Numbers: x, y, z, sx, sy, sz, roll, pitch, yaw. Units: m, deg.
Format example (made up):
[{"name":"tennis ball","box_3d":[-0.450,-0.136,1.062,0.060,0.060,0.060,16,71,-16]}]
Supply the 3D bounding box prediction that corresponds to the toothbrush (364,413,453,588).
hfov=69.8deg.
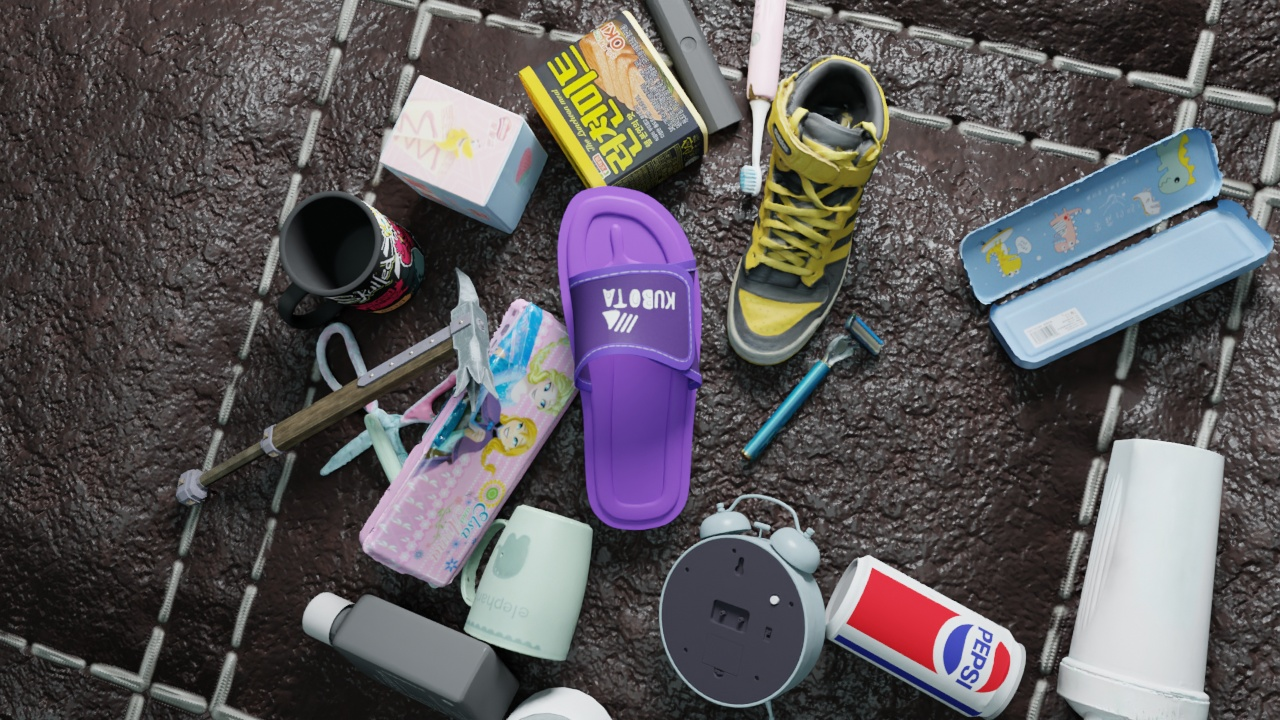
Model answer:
[{"name":"toothbrush","box_3d":[-0.194,0.115,0.760,0.022,0.015,0.154,-24,88,-8]}]

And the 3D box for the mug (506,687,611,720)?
[{"name":"mug","box_3d":[-0.061,0.315,0.707,0.094,0.068,0.115,-28,82,3]}]

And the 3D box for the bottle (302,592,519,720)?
[{"name":"bottle","box_3d":[-0.187,0.226,0.714,0.174,0.084,0.046,15,57,23]}]

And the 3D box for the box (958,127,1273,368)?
[{"name":"box","box_3d":[0.361,-0.085,0.709,0.209,0.043,0.125,-26,81,4]}]

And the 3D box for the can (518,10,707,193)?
[{"name":"can","box_3d":[-0.020,-0.199,0.746,0.101,0.072,0.130,-32,82,0]}]

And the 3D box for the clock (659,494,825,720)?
[{"name":"clock","box_3d":[0.079,0.181,0.690,0.123,0.045,0.159,11,87,35]}]

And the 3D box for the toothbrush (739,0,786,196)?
[{"name":"toothbrush","box_3d":[0.102,-0.245,0.757,0.026,0.027,0.222,8,85,-21]}]

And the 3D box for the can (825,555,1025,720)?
[{"name":"can","box_3d":[0.209,0.206,0.684,0.132,0.070,0.070,28,89,8]}]

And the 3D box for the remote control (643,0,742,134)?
[{"name":"remote control","box_3d":[0.042,-0.259,0.771,0.033,0.015,0.146,-24,83,4]}]

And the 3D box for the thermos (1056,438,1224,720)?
[{"name":"thermos","box_3d":[0.367,0.171,0.661,0.099,0.099,0.220,13,83,7]}]

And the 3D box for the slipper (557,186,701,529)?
[{"name":"slipper","box_3d":[-0.004,0.004,0.685,0.107,0.084,0.266,-3,99,-3]}]

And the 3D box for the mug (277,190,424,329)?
[{"name":"mug","box_3d":[-0.244,-0.072,0.747,0.082,0.098,0.118,44,91,8]}]

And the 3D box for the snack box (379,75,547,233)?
[{"name":"snack box","box_3d":[-0.140,-0.165,0.745,0.095,0.093,0.079,25,88,8]}]

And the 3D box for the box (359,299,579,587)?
[{"name":"box","box_3d":[-0.133,0.063,0.742,0.084,0.071,0.230,36,83,-30]}]

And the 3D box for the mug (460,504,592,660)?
[{"name":"mug","box_3d":[-0.095,0.169,0.724,0.111,0.084,0.104,8,75,35]}]

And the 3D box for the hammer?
[{"name":"hammer","box_3d":[-0.257,0.040,0.747,0.317,0.028,0.146,-27,47,15]}]

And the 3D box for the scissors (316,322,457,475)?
[{"name":"scissors","box_3d":[-0.213,0.034,0.779,0.170,0.013,0.177,-36,84,6]}]

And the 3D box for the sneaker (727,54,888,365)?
[{"name":"sneaker","box_3d":[0.125,-0.115,0.696,0.086,0.122,0.238,16,86,9]}]

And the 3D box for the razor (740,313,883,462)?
[{"name":"razor","box_3d":[0.132,0.025,0.736,0.042,0.022,0.144,40,95,-28]}]
